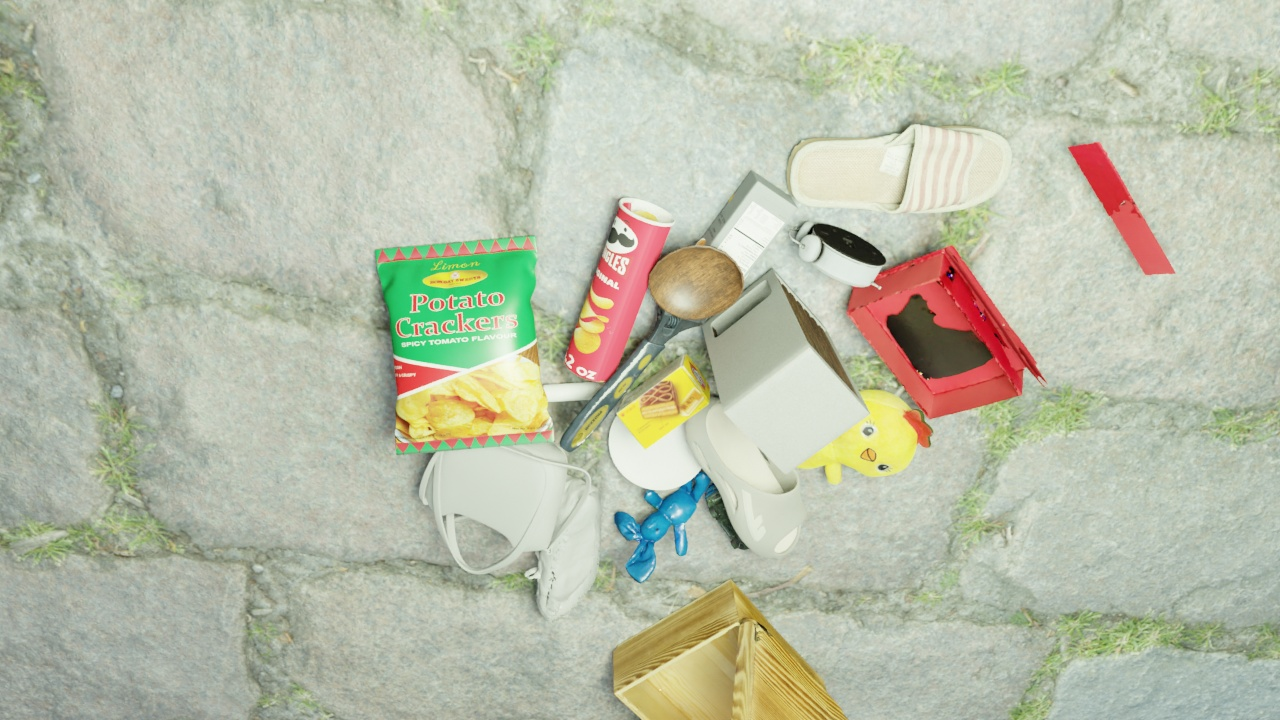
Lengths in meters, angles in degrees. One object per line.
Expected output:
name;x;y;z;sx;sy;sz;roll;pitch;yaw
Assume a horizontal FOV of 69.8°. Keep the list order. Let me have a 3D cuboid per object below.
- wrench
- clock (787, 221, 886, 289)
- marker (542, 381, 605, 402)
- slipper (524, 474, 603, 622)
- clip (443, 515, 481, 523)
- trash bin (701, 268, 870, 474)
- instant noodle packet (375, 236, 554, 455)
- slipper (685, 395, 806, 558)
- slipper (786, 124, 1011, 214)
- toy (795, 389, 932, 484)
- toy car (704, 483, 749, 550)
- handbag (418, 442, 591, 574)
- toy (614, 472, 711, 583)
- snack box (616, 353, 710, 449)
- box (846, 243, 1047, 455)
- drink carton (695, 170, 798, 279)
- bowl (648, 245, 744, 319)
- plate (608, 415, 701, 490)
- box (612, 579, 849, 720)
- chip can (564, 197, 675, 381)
wrench;-0.007;0.007;1.145;0.273;0.022;0.073;-50;136;0
clock;0.231;-0.129;1.094;0.122;0.094;0.035;20;118;-6
marker;-0.090;0.042;1.204;0.133;0.027;0.023;-3;121;-1
slipper;-0.109;0.270;1.297;0.112;0.074;0.247;-12;125;-32
clip;-0.221;0.209;1.283;0.102;0.058;0.052;-16;93;6
trash bin;0.163;0.006;1.083;0.115;0.228;0.114;-39;113;16
instant noodle packet;-0.214;-0.017;1.121;0.195;0.090;0.253;-5;94;0
slipper;0.159;0.158;1.224;0.081;0.112;0.266;-10;119;46
slipper;0.305;-0.222;1.071;0.263;0.052;0.115;-2;119;-1
toy;0.281;0.100;1.221;0.208;0.092;0.134;-16;120;18
toy car;0.135;0.216;1.295;0.056;0.043;0.120;-29;117;12
handbag;-0.191;0.195;1.211;0.216;0.095;0.223;21;108;9
toy;0.029;0.213;1.276;0.176;0.113;0.071;-49;148;-1
snack box;0.032;0.051;1.175;0.106;0.083;0.061;-37;97;12
box;0.362;-0.003;1.102;0.165;0.152;0.213;-19;123;44
drink carton;0.123;-0.155;1.099;0.076;0.048;0.125;30;112;-17
bowl;0.067;-0.098;1.085;0.114;0.026;0.102;-27;122;30
plate;0.025;0.110;1.239;0.134;0.011;0.134;1;103;5
box;0.159;0.537;1.308;0.287;0.334;0.279;-35;112;13
chip can;-0.029;-0.082;1.118;0.069;0.069;0.221;17;116;-11
